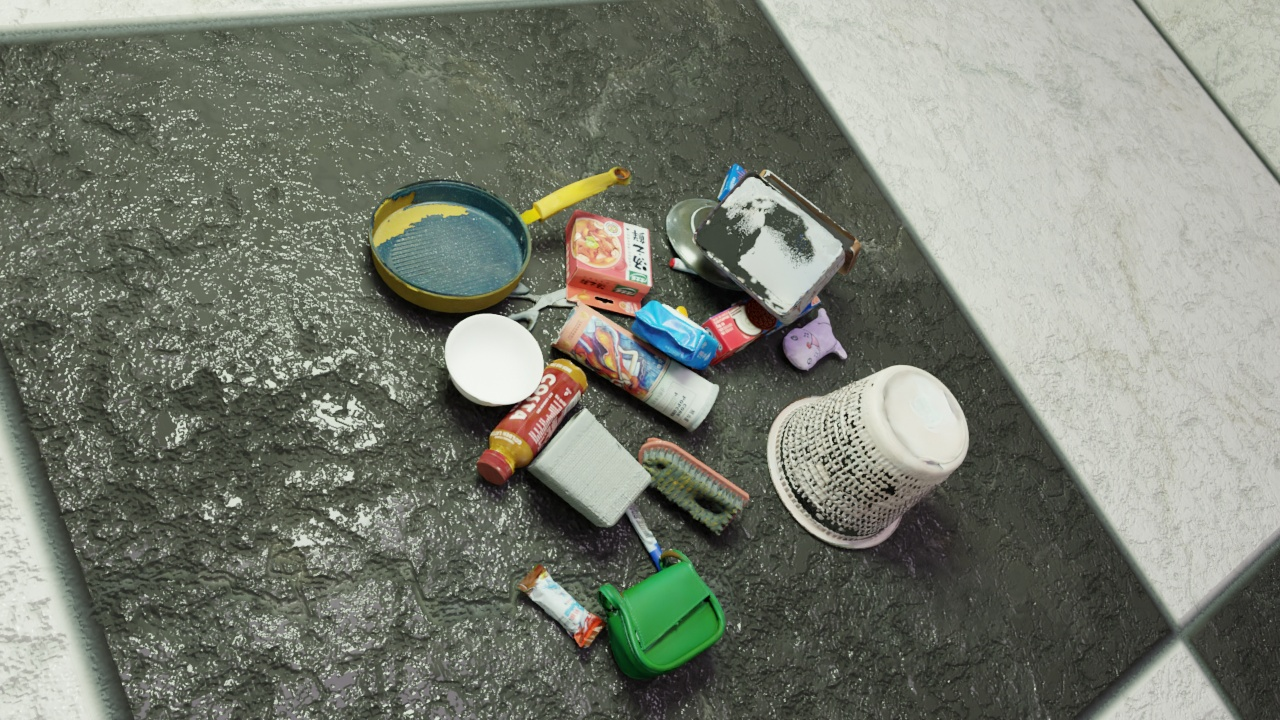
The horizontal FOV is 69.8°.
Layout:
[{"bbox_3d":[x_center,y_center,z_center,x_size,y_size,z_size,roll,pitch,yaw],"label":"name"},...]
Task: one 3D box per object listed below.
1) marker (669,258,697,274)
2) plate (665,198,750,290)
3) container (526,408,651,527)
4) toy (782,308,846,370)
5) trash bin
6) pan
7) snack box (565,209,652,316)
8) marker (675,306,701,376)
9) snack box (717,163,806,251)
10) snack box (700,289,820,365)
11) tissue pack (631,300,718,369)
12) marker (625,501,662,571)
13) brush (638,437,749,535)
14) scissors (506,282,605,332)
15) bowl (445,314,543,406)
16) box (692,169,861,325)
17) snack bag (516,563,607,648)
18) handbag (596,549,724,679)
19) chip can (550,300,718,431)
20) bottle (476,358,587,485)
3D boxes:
[{"bbox_3d":[0.111,-0.128,1.351,0.145,0.017,0.017,12,58,-21],"label":"marker"},{"bbox_3d":[0.122,-0.181,1.370,0.179,0.024,0.179,14,50,-18],"label":"plate"},{"bbox_3d":[-0.058,0.129,1.066,0.114,0.090,0.090,43,75,-3],"label":"container"},{"bbox_3d":[0.252,-0.023,1.350,0.107,0.039,0.084,-26,85,-36],"label":"toy"},{"bbox_3d":[0.311,0.112,1.209,0.227,0.193,0.227,12,58,-21],"label":"trash bin"},{"bbox_3d":[-0.168,-0.179,1.172,0.356,0.078,0.197,-20,63,-29],"label":"pan"},{"bbox_3d":[-0.043,-0.133,1.254,0.113,0.044,0.127,12,55,-23],"label":"snack box"},{"bbox_3d":[0.067,-0.017,1.269,0.018,0.015,0.123,-2,66,-26],"label":"marker"},{"bbox_3d":[0.200,-0.241,1.446,0.157,0.026,0.084,31,41,-8],"label":"snack box"},{"bbox_3d":[0.169,-0.063,1.319,0.206,0.057,0.058,-27,80,-36],"label":"snack box"},{"bbox_3d":[0.047,-0.033,1.186,0.095,0.157,0.052,33,94,15],"label":"tissue pack"},{"bbox_3d":[-0.006,0.191,1.112,0.016,0.017,0.145,-22,74,-34],"label":"marker"},{"bbox_3d":[0.061,0.149,1.146,0.146,0.063,0.069,35,22,-3],"label":"brush"},{"bbox_3d":[-0.128,-0.079,1.205,0.170,0.014,0.159,31,53,-9],"label":"scissors"},{"bbox_3d":[-0.181,0.011,1.094,0.118,0.065,0.118,12,59,-20],"label":"bowl"},{"bbox_3d":[0.194,-0.158,1.305,0.183,0.192,0.157,43,93,14],"label":"box"},{"bbox_3d":[-0.087,0.272,1.018,0.104,0.026,0.048,45,38,1],"label":"snack bag"},{"bbox_3d":[0.022,0.286,1.034,0.131,0.068,0.120,-19,76,-35],"label":"handbag"},{"bbox_3d":[-0.007,0.007,1.182,0.214,0.071,0.071,32,53,-6],"label":"chip can"},{"bbox_3d":[-0.129,0.073,1.090,0.057,0.058,0.174,39,53,-2],"label":"bottle"}]
